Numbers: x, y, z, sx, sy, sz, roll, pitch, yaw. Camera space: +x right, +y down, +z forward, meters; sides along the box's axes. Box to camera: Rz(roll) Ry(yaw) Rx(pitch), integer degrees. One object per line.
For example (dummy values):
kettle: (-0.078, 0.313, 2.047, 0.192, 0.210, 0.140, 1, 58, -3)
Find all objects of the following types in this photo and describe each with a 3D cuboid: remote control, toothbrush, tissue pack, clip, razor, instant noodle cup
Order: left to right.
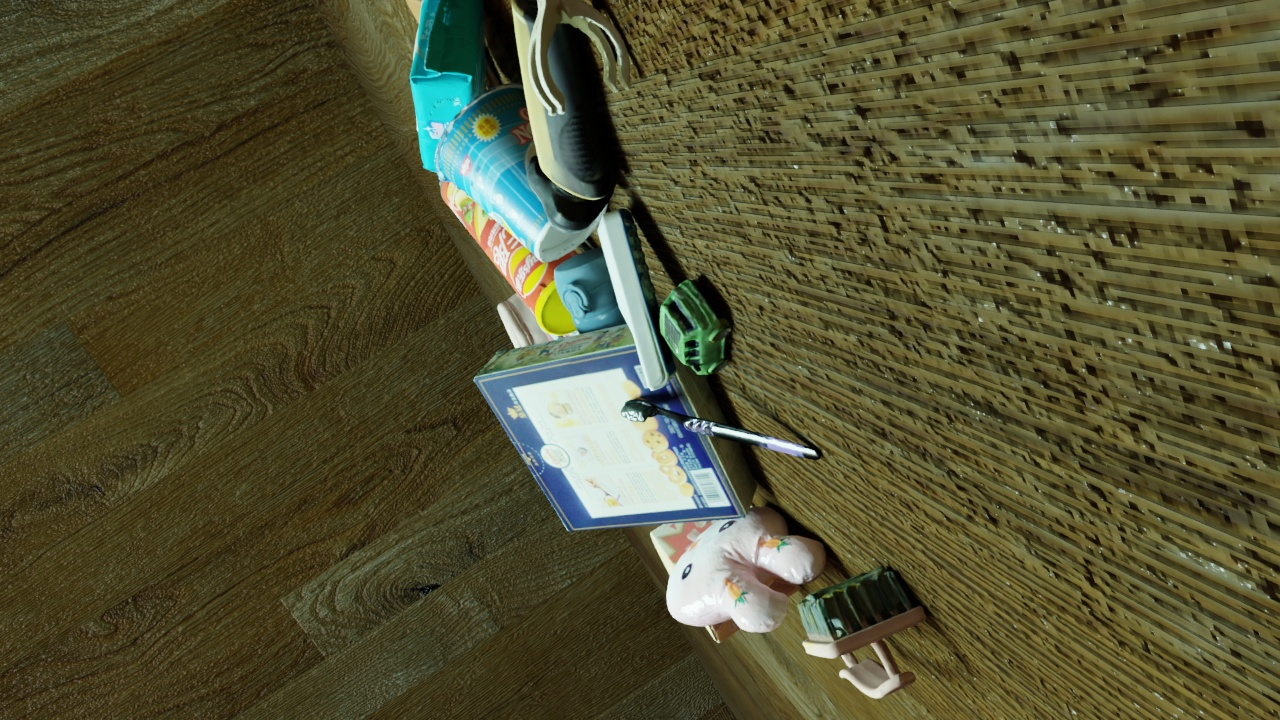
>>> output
tissue pack: (-0.148, -0.217, 0.711, 0.134, 0.050, 0.093, 108, 164, -64)
instant noodle cup: (-0.085, -0.137, 0.700, 0.110, 0.099, 0.099, 47, 168, 13)
razor: (-0.052, -0.155, 0.574, 0.068, 0.062, 0.168, 21, 150, 21)
clip: (-0.029, -0.181, 0.477, 0.035, 0.086, 0.104, -145, 52, -71)
remote control: (-0.002, -0.043, 0.637, 0.049, 0.024, 0.125, -30, -76, -79)
toothbrush: (0.047, 0.048, 0.631, 0.189, 0.016, 0.014, 11, 124, 49)

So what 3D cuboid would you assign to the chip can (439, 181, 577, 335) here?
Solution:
chip can: (-0.118, -0.118, 0.887, 0.216, 0.073, 0.073, 51, 168, 33)

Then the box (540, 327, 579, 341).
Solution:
box: (-0.030, -0.021, 0.923, 0.095, 0.100, 0.201, 16, -167, -27)

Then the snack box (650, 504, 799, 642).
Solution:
snack box: (0.078, 0.185, 0.849, 0.092, 0.094, 0.077, 49, 167, 46)

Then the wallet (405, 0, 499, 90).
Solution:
wallet: (-0.157, -0.269, 0.825, 0.131, 0.035, 0.119, 61, 174, -37)

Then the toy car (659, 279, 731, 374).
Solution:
toy car: (0.035, -0.019, 0.610, 0.043, 0.036, 0.091, 53, 173, 22)

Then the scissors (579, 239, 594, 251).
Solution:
scissors: (-0.096, -0.161, 0.826, 0.162, 0.012, 0.163, 43, 170, 22)

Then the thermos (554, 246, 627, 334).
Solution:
thermos: (-0.005, 0.005, 0.789, 0.220, 0.070, 0.070, 62, 170, -26)

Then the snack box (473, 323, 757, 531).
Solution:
snack box: (-0.020, 0.060, 0.761, 0.178, 0.183, 0.045, 63, -145, -27)

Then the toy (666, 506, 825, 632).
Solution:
toy: (0.081, 0.166, 0.730, 0.054, 0.121, 0.160, 49, 159, -14)

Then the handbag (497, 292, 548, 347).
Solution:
handbag: (-0.102, 0.040, 1.148, 0.235, 0.093, 0.193, 92, 153, -44)

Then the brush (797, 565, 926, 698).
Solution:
brush: (0.142, 0.183, 0.608, 0.146, 0.063, 0.073, 86, 161, -72)
